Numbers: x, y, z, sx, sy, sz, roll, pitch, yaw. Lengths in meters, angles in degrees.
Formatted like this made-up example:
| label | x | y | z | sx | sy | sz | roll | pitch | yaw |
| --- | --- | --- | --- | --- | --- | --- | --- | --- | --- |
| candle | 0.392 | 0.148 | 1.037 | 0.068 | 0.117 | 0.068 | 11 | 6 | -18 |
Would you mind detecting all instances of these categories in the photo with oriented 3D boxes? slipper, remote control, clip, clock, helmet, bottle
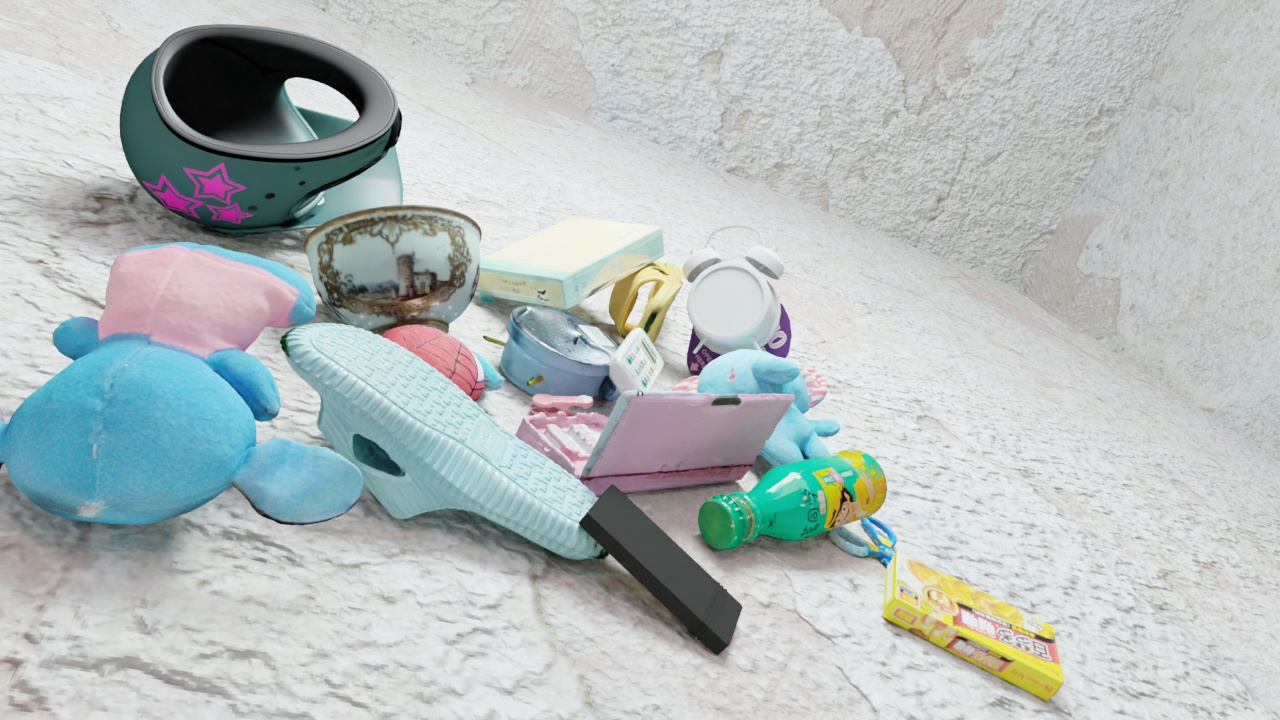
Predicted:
| label | x | y | z | sx | sy | sz | roll | pitch | yaw |
| --- | --- | --- | --- | --- | --- | --- | --- | --- | --- |
| slipper | -0.139 | 0.069 | 0.659 | 0.276 | 0.070 | 0.115 | 37 | 17 | -12 |
| remote control | -0.005 | 0.005 | 0.890 | 0.050 | 0.022 | 0.133 | 57 | 16 | -7 |
| clip | -0.073 | 0.049 | 0.857 | 0.060 | 0.045 | 0.023 | -14 | 26 | -7 |
| clock | 0.108 | -0.081 | 1.069 | 0.120 | 0.159 | 0.061 | -1 | -14 | 18 |
| remote control | 0.016 | 0.148 | 0.658 | 0.133 | 0.013 | 0.058 | 43 | 21 | 3 |
| helmet | -0.365 | -0.216 | 0.922 | 0.274 | 0.201 | 0.176 | -2 | 75 | -26 |
| bottle | 0.137 | 0.127 | 0.820 | 0.209 | 0.068 | 0.068 | -6 | 36 | -43 |
| clock | -0.070 | -0.004 | 0.926 | 0.161 | 0.060 | 0.118 | 6 | 27 | -42 |
| slipper | 0.003 | -0.077 | 1.145 | 0.078 | 0.100 | 0.263 | 23 | 16 | 0 |

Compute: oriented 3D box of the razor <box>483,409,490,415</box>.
| label | x | y | z | sx | sy | sz | roll | pitch | yaw |
| --- | --- | --- | --- | --- | --- | --- | --- | --- | --- |
| razor | -0.170 | 0.053 | 0.729 | 0.044 | 0.021 | 0.143 | 34 | 20 | 25 |

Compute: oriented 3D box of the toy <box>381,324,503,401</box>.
| label | x | y | z | sx | sy | sz | roll | pitch | yaw |
| --- | --- | --- | --- | --- | --- | --- | --- | --- | --- |
| toy | -0.170 | 0.005 | 0.792 | 0.092 | 0.062 | 0.132 | 36 | 11 | 15 |

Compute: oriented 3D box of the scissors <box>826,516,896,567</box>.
| label | x | y | z | sx | sy | sz | roll | pitch | yaw |
| --- | --- | --- | --- | --- | --- | --- | --- | --- | --- |
| scissors | 0.228 | 0.182 | 0.869 | 0.123 | 0.016 | 0.125 | 11 | 24 | -21 |

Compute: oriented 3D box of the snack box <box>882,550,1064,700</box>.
| label | x | y | z | sx | sy | sz | roll | pitch | yaw |
| --- | --- | --- | --- | --- | --- | --- | --- | --- | --- |
| snack box | 0.285 | 0.226 | 0.792 | 0.152 | 0.025 | 0.075 | 26 | 27 | 5 |

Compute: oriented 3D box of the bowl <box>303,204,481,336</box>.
| label | x | y | z | sx | sy | sz | roll | pitch | yaw |
| --- | --- | --- | --- | --- | --- | --- | --- | --- | --- |
| bowl | -0.216 | -0.064 | 0.829 | 0.159 | 0.160 | 0.093 | 4 | 69 | -44 |

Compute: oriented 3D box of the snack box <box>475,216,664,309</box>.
| label | x | y | z | sx | sy | sz | roll | pitch | yaw |
| --- | --- | --- | --- | --- | --- | --- | --- | --- | --- |
| snack box | -0.083 | -0.120 | 1.077 | 0.142 | 0.044 | 0.193 | 12 | 31 | 34 |

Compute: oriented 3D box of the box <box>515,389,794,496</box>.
| label | x | y | z | sx | sy | sz | roll | pitch | yaw |
| --- | --- | --- | --- | --- | --- | --- | --- | --- | --- |
| box | 0.019 | 0.050 | 0.812 | 0.232 | 0.116 | 0.106 | 4 | 28 | -45 |

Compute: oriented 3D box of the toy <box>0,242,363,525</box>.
| label | x | y | z | sx | sy | sz | roll | pitch | yaw |
| --- | --- | --- | --- | --- | --- | --- | --- | --- | --- |
| toy | -0.266 | 0.012 | 0.538 | 0.224 | 0.099 | 0.191 | 11 | 55 | -3 |

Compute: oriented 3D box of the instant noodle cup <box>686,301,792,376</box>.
| label | x | y | z | sx | sy | sz | roll | pitch | yaw |
| --- | --- | --- | --- | --- | --- | --- | --- | --- | --- |
| instant noodle cup | 0.133 | -0.023 | 1.153 | 0.122 | 0.137 | 0.121 | 57 | 14 | 13 |

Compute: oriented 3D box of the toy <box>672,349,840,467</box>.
| label | x | y | z | sx | sy | sz | roll | pitch | yaw |
| --- | --- | --- | --- | --- | --- | --- | --- | --- | --- |
| toy | 0.134 | 0.045 | 0.962 | 0.183 | 0.115 | 0.180 | -6 | 31 | -20 |

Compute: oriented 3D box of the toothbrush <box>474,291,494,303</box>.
| label | x | y | z | sx | sy | sz | roll | pitch | yaw |
| --- | --- | --- | --- | --- | --- | --- | --- | --- | --- |
| toothbrush | -0.251 | -0.099 | 1.016 | 0.188 | 0.018 | 0.019 | 20 | 22 | -12 |
